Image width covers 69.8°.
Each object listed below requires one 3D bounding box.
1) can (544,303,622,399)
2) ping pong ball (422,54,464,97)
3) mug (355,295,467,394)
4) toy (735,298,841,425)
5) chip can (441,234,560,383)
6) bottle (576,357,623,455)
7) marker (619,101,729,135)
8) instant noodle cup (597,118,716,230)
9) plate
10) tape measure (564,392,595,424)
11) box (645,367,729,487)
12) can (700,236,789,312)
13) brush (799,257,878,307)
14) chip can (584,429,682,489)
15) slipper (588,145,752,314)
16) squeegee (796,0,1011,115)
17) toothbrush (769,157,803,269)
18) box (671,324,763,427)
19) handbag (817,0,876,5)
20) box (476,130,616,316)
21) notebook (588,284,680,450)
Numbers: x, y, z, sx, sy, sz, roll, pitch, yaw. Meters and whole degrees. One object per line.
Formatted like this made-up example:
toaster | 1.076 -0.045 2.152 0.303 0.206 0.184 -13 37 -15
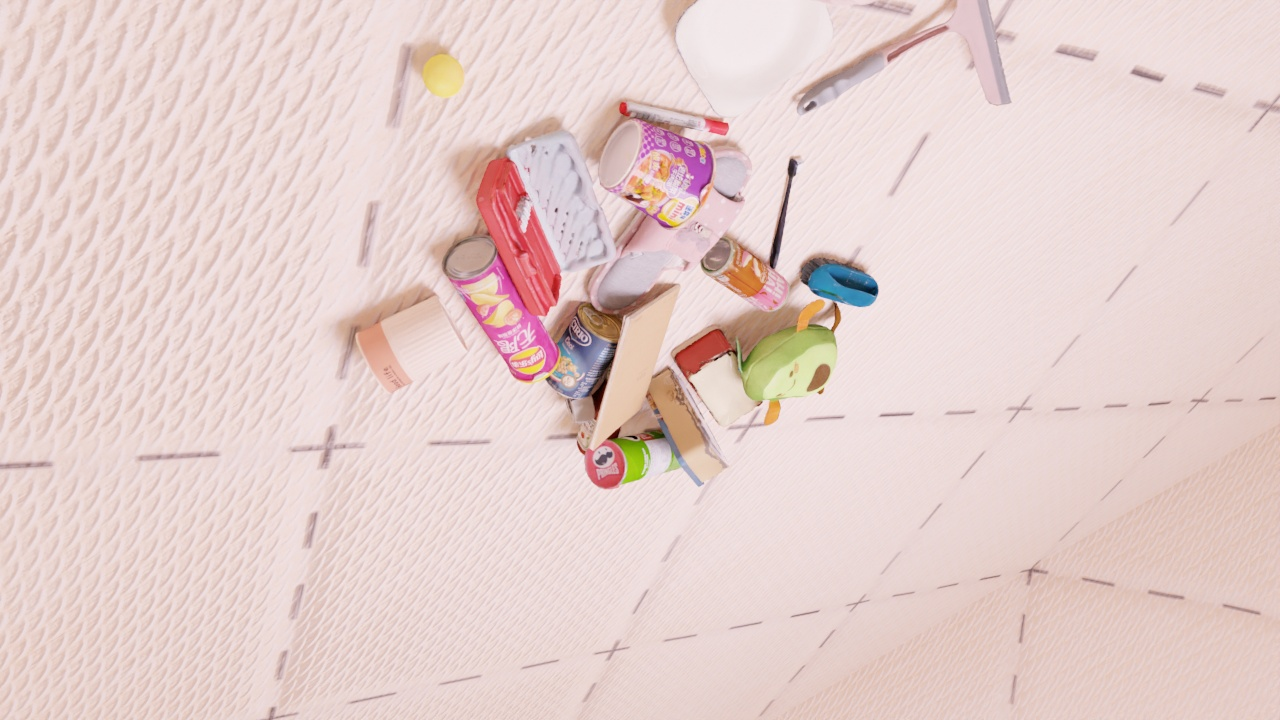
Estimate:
can | -0.075 -0.011 1.224 0.075 0.075 0.111 9 128 -38
ping pong ball | -0.191 -0.276 0.891 0.040 0.040 0.040 -17 140 -15
mug | -0.270 -0.017 1.106 0.106 0.081 0.114 -28 168 -4
toy | 0.230 0.004 1.369 0.246 0.090 0.227 -16 129 -44
chip can | -0.167 -0.059 1.120 0.071 0.071 0.211 -28 141 -2
bottle | -0.045 0.059 1.334 0.059 0.059 0.207 -5 136 -27
marker | 0.040 -0.277 1.050 0.145 0.017 0.017 2 132 -33
instant noodle cup | 0.014 -0.216 1.037 0.099 0.111 0.112 20 121 -33
plate | 0.119 -0.359 0.993 0.164 0.034 0.163 -35 141 7
tape measure | -0.087 0.055 1.297 0.033 0.066 0.066 -15 139 -11
box | 0.067 0.100 1.347 0.061 0.184 0.090 -31 136 7
can | 0.144 -0.116 1.256 0.058 0.058 0.147 -44 139 18
brush | 0.301 -0.108 1.348 0.143 0.073 0.055 11 119 -39
chip can | 0.011 0.143 1.387 0.072 0.072 0.235 -50 158 23
slipper | 0.038 -0.153 1.153 0.275 0.054 0.114 -45 138 20
squeegee | 0.296 -0.361 1.096 0.250 0.040 0.248 -27 126 6
toothbrush | 0.194 -0.194 1.235 0.018 0.015 0.181 -20 141 -25
box | 0.121 0.033 1.391 0.091 0.076 0.168 -33 141 4
handbag | 0.255 -0.467 0.910 0.233 0.093 0.194 -23 127 -27
box | -0.100 -0.152 1.044 0.098 0.118 0.201 -1 143 16
notebook | -0.007 0.007 1.251 0.149 0.012 0.212 -37 150 -54
